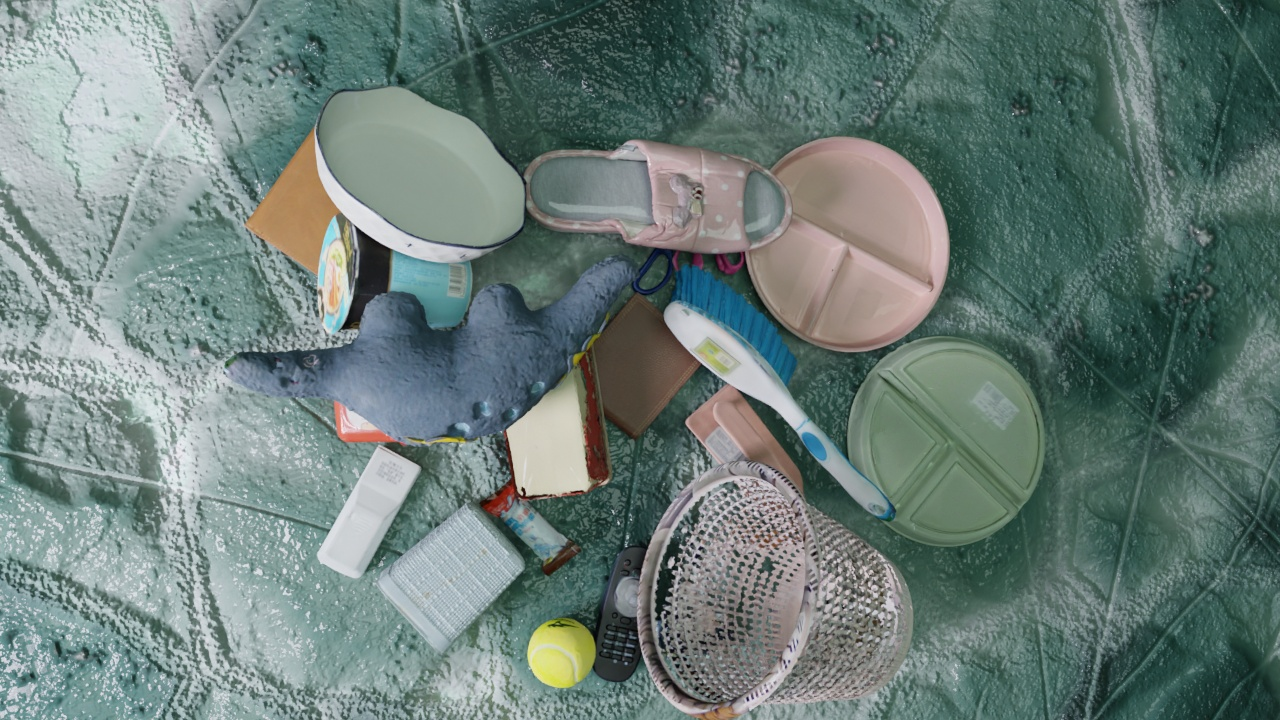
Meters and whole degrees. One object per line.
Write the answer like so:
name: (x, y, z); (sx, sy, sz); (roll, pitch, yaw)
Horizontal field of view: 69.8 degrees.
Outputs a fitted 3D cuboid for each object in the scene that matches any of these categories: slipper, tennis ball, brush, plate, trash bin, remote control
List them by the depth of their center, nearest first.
plate: (-0.203, -0.168, 0.847); (0.205, 0.204, 0.046); (39, 126, -6)
trash bin: (0.139, 0.227, 0.858); (0.192, 0.228, 0.227); (23, 83, -33)
remote control: (-0.263, 0.147, 0.889); (0.049, 0.024, 0.125); (29, 83, -8)
tennis ball: (-0.077, 0.284, 0.893); (0.065, 0.065, 0.065); (0, 87, -10)
slipper: (0.018, -0.166, 0.914); (0.274, 0.054, 0.114); (5, 80, -3)
brush: (0.143, 0.034, 0.920); (0.314, 0.109, 0.061); (39, 126, -11)
remote control: (-0.015, 0.254, 0.925); (0.053, 0.024, 0.136); (15, 84, -7)
brush: (0.113, 0.097, 0.930); (0.063, 0.073, 0.145); (-40, 96, -10)
plate: (0.218, -0.123, 0.978); (0.229, 0.028, 0.229); (0, 87, -9)
plate: (0.335, 0.087, 0.990); (0.230, 0.027, 0.230); (0, 88, -10)

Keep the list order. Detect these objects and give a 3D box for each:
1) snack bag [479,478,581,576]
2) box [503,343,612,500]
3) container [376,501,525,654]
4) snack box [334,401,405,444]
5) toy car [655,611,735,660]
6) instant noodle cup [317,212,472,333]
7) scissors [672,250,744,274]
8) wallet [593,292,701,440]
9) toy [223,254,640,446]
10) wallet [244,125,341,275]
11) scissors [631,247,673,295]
snack bag: (-0.109, 0.165, 0.913); (0.048, 0.026, 0.104); (-39, 94, 3)
box: (-0.086, 0.046, 0.881); (0.091, 0.076, 0.168); (-9, 90, 16)
container: (-0.175, 0.200, 0.870); (0.111, 0.090, 0.090); (-42, 95, -12)
snack box: (-0.245, 0.035, 0.869); (0.080, 0.082, 0.091); (-5, 90, 0)
toy car: (0.054, 0.278, 0.931); (0.090, 0.034, 0.043); (1, 83, -24)
instant noodle cup: (-0.227, -0.075, 0.857); (0.120, 0.111, 0.111); (4, 86, -35)
scissors: (0.073, -0.149, 0.953); (0.093, 0.017, 0.137); (6, 82, -10)
wallet: (-0.006, 0.005, 0.935); (0.101, 0.032, 0.124); (40, 82, -2)
toy: (-0.164, 0.003, 0.793); (0.356, 0.091, 0.138); (-13, 105, -12)
wallet: (-0.300, -0.153, 0.890); (0.108, 0.031, 0.131); (34, 88, -8)
scissors: (0.028, -0.145, 0.956); (0.175, 0.012, 0.162); (14, 84, -10)
